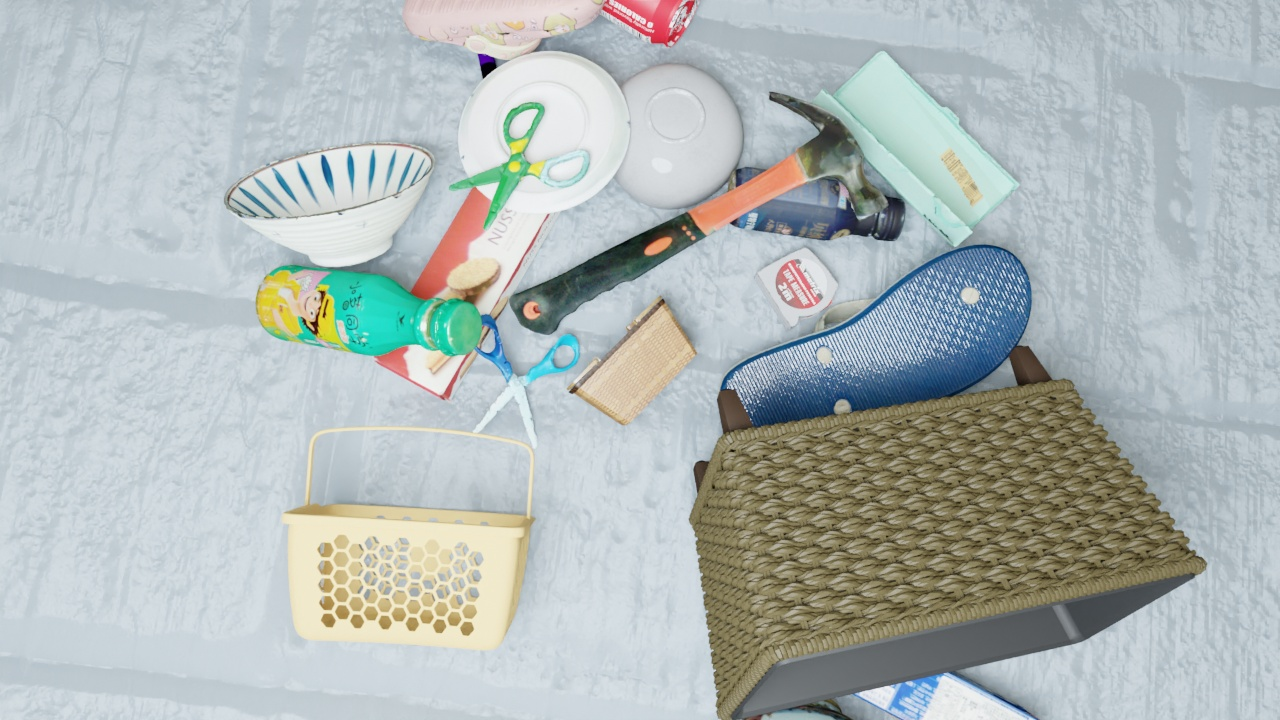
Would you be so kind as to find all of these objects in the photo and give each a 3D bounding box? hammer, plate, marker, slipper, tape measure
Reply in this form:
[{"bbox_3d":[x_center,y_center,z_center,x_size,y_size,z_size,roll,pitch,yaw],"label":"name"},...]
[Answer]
[{"bbox_3d":[0.035,-0.112,0.803,0.333,0.033,0.133,-28,92,10],"label":"hammer"},{"bbox_3d":[-0.087,-0.206,0.813,0.157,0.014,0.156,-1,77,6],"label":"plate"},{"bbox_3d":[-0.140,-0.267,0.871,0.018,0.015,0.134,-16,81,16],"label":"marker"},{"bbox_3d":[0.209,-0.004,0.820,0.295,0.060,0.118,-24,86,1],"label":"slipper"},{"bbox_3d":[0.144,-0.067,0.845,0.062,0.020,0.060,-30,83,-7],"label":"tape measure"},{"bbox_3d":[-0.118,-0.312,0.835,0.197,0.081,0.093,-2,59,15],"label":"slipper"}]

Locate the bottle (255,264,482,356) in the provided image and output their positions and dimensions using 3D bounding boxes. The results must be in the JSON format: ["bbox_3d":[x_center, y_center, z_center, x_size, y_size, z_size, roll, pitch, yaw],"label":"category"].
[{"bbox_3d":[-0.225,-0.038,0.761,0.210,0.068,0.068,8,79,29],"label":"bottle"}]

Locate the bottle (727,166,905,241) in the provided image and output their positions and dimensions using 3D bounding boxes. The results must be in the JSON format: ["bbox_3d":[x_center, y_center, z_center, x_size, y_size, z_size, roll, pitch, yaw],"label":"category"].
[{"bbox_3d":[0.159,-0.139,0.838,0.161,0.056,0.056,8,81,-3],"label":"bottle"}]

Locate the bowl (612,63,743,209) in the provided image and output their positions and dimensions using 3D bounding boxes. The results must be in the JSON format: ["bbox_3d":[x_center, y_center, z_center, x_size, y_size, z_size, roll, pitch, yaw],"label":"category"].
[{"bbox_3d":[0.029,-0.211,0.842,0.132,0.064,0.131,0,81,-2],"label":"bowl"}]

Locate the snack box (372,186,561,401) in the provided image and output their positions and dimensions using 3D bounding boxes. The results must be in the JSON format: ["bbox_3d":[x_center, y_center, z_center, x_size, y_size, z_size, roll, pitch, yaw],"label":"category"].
[{"bbox_3d":[-0.140,-0.100,0.830,0.076,0.044,0.272,29,81,4],"label":"snack box"}]

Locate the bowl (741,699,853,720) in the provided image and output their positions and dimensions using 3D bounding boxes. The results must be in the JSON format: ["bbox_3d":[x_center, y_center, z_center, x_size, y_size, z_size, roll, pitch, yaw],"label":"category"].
[{"bbox_3d":[0.127,0.325,0.733,0.160,0.160,0.093,7,43,-1],"label":"bowl"}]

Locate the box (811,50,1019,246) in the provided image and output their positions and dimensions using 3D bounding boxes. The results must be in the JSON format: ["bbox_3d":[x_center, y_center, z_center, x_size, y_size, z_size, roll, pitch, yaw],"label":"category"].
[{"bbox_3d":[0.253,-0.197,0.842,0.110,0.078,0.187,-41,84,0],"label":"box"}]

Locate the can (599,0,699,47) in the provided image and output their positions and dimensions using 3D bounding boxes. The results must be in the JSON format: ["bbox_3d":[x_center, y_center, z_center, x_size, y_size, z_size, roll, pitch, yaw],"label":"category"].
[{"bbox_3d":[-0.019,-0.358,0.859,0.142,0.074,0.074,32,81,4],"label":"can"}]

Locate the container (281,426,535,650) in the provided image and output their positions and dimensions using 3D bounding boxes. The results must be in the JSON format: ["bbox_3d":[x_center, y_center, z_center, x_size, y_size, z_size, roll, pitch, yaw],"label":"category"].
[{"bbox_3d":[-0.181,0.138,0.749,0.183,0.129,0.167,3,88,-1],"label":"container"}]

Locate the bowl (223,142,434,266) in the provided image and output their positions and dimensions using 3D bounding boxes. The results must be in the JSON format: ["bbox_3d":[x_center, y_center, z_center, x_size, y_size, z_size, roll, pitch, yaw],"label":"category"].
[{"bbox_3d":[-0.261,-0.129,0.803,0.177,0.177,0.071,-9,122,-3],"label":"bowl"}]

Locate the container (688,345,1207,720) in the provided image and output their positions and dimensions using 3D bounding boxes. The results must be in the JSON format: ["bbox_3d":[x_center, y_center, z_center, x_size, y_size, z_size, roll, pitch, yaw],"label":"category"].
[{"bbox_3d":[0.199,0.124,0.707,0.320,0.177,0.204,-8,58,-12],"label":"container"}]

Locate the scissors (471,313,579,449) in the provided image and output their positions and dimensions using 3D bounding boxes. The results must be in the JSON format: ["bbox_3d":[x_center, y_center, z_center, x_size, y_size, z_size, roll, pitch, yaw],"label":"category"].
[{"bbox_3d":[-0.114,0.013,0.811,0.129,0.014,0.127,44,78,-22],"label":"scissors"}]

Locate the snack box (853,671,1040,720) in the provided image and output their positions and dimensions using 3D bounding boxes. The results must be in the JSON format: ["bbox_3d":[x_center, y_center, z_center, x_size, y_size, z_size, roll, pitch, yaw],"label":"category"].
[{"bbox_3d":[0.223,0.271,0.774,0.226,0.059,0.059,27,84,4],"label":"snack box"}]

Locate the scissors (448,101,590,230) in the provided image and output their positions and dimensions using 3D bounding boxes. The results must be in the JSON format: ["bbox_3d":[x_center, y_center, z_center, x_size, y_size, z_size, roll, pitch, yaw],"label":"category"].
[{"bbox_3d":[-0.100,-0.163,0.791,0.121,0.012,0.127,21,79,11],"label":"scissors"}]

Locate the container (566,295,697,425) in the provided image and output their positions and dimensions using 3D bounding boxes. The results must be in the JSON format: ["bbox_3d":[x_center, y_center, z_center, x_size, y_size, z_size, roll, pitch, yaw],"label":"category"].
[{"bbox_3d":[-0.005,0.005,0.811,0.061,0.063,0.114,45,82,-2],"label":"container"}]
